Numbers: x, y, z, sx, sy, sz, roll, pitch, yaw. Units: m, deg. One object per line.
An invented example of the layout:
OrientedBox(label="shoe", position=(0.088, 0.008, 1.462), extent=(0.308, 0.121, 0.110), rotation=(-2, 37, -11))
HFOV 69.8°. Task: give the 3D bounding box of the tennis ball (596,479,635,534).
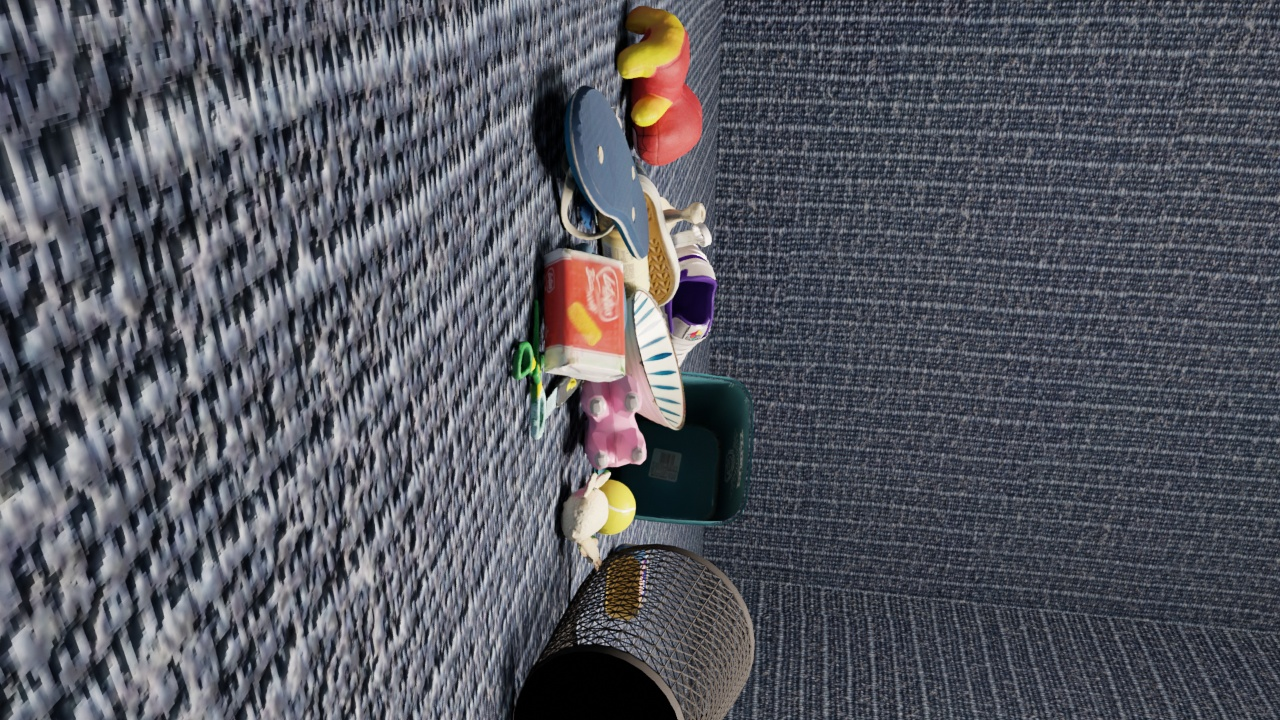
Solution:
OrientedBox(label="tennis ball", position=(-0.039, 0.175, 1.097), extent=(0.065, 0.065, 0.065), rotation=(5, 89, -82))

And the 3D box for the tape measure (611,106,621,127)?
OrientedBox(label="tape measure", position=(-0.034, -0.257, 1.080), extent=(0.062, 0.020, 0.060), rotation=(62, 33, -75))

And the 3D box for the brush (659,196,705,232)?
OrientedBox(label="brush", position=(0.040, -0.197, 1.257), extent=(0.272, 0.077, 0.062), rotation=(-148, -140, -76))

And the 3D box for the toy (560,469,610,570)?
OrientedBox(label="toy", position=(-0.059, 0.171, 1.006), extent=(0.087, 0.050, 0.112), rotation=(-27, 129, -75))

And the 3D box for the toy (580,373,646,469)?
OrientedBox(label="toy", position=(-0.034, 0.069, 1.037), extent=(0.157, 0.067, 0.123), rotation=(-132, -144, -77))

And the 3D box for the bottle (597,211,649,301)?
OrientedBox(label="bottle", position=(-0.018, -0.118, 1.130), extent=(0.162, 0.056, 0.056), rotation=(85, 12, -47))

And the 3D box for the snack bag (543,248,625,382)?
OrientedBox(label="snack bag", position=(-0.051, -0.041, 0.842), extent=(0.077, 0.036, 0.115), rotation=(9, 74, -39))

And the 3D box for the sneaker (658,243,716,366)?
OrientedBox(label="sneaker", position=(0.053, -0.041, 1.317), extent=(0.111, 0.091, 0.245), rotation=(-126, -134, -58))

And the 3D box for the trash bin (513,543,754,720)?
OrientedBox(label="trash bin", position=(-0.008, 0.328, 0.939), extent=(0.243, 0.217, 0.217), rotation=(-19, 113, -74))

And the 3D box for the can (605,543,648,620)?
OrientedBox(label="can", position=(-0.020, 0.325, 1.346), extent=(0.059, 0.054, 0.100), rotation=(-33, 126, -79))

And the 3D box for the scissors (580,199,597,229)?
OrientedBox(label="scissors", position=(-0.055, -0.191, 1.006), extent=(0.128, 0.014, 0.133), rotation=(90, 4, -54))

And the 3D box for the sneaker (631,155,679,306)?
OrientedBox(label="sneaker", position=(0.004, -0.164, 1.192), extent=(0.236, 0.087, 0.079), rotation=(78, 12, -52))

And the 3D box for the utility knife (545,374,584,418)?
OrientedBox(label="utility knife", position=(-0.073, 0.021, 0.951), extent=(0.202, 0.020, 0.029), rotation=(-59, 150, -71))

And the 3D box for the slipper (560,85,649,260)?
OrientedBox(label="slipper", position=(-0.043, -0.180, 0.920), extent=(0.295, 0.060, 0.118), rotation=(47, 44, -72))

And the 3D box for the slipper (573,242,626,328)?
OrientedBox(label="slipper", position=(-0.043, -0.068, 0.976), extent=(0.213, 0.059, 0.104), rotation=(-2, 94, -83))

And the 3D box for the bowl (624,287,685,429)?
OrientedBox(label="bowl", position=(-0.007, 0.006, 1.113), extent=(0.177, 0.071, 0.177), rotation=(-16, 90, -75))

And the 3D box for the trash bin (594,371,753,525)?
OrientedBox(label="trash bin", position=(0.043, 0.137, 1.266), extent=(0.219, 0.199, 0.196), rotation=(89, 6, -74))

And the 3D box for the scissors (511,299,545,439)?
OrientedBox(label="scissors", position=(-0.094, 0.010, 0.815), extent=(0.125, 0.011, 0.131), rotation=(-48, 138, -78))

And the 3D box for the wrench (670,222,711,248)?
OrientedBox(label="wrench", position=(0.037, -0.157, 1.225), extent=(0.047, 0.009, 0.274), rotation=(65, -15, -10))

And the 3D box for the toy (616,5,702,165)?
OrientedBox(label="toy", position=(0.027, -0.351, 1.218), extent=(0.216, 0.099, 0.147), rotation=(72, 30, -56))
